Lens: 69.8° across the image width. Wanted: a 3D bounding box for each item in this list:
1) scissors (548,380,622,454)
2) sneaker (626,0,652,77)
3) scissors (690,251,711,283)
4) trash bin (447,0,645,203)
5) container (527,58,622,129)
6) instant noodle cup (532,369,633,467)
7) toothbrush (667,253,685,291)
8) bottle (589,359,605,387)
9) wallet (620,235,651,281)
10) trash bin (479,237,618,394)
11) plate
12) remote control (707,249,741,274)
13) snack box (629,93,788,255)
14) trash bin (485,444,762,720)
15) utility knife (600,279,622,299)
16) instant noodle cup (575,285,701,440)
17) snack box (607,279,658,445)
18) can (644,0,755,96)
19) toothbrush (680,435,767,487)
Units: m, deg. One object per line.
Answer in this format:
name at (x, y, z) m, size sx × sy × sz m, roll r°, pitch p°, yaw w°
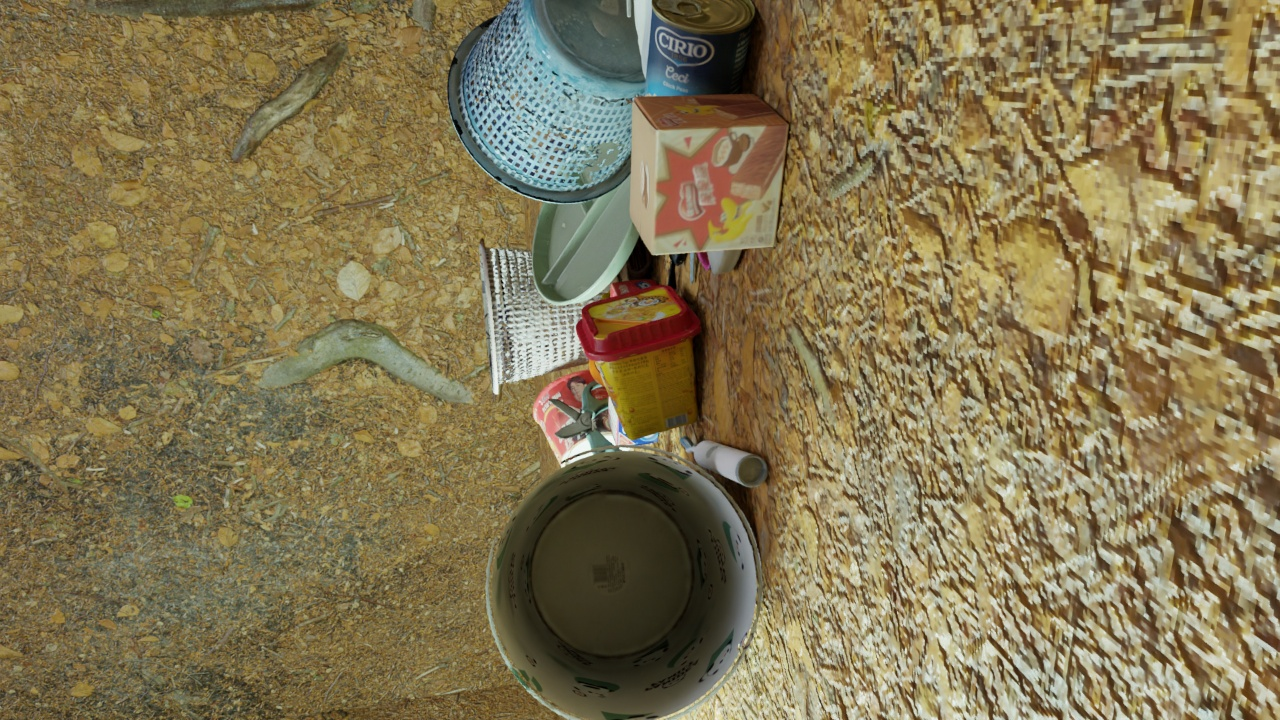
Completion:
scissors at (-0.031, 0.089, 1.185) m, size 0.170 × 0.174 × 0.019 m, roll 44°, pitch 126°, yaw 9°
sneaker at (0.030, -0.326, 0.706) m, size 0.243 × 0.089 × 0.090 m, roll 89°, pitch 175°, yaw -53°
scissors at (0.051, -0.129, 0.857) m, size 0.133 × 0.017 × 0.136 m, roll -112°, pitch 17°, yaw -67°
trash bin at (-0.062, -0.296, 0.916) m, size 0.195 × 0.226 × 0.226 m, roll 153°, pitch 113°, yaw -65°
container at (-0.085, -0.354, 1.185) m, size 0.090 × 0.114 × 0.090 m, roll -109°, pitch 18°, yaw -51°
instant noodle cup at (-0.077, 0.096, 1.325) m, size 0.138 × 0.137 × 0.108 m, roll 97°, pitch 156°, yaw -48°
toothbrush at (0.032, -0.061, 0.987) m, size 0.190 × 0.014 × 0.017 m, roll 97°, pitch 151°, yaw -50°
bottle at (-0.022, -0.019, 1.168) m, size 0.150 × 0.066 × 0.066 m, roll 119°, pitch 145°, yaw -58°
wallet at (-0.011, -0.132, 1.134) m, size 0.101 × 0.032 × 0.124 m, roll 101°, pitch 162°, yaw -63°
trash bin at (-0.132, -0.072, 1.347) m, size 0.228 × 0.192 × 0.227 m, roll 174°, pitch 91°, yaw -79°
plate at (-0.061, -0.174, 1.112) m, size 0.231 × 0.027 × 0.229 m, roll -27°, pitch 55°, yaw 46°
remote control at (0.060, -0.148, 0.773) m, size 0.058 × 0.021 × 0.149 m, roll 106°, pitch 156°, yaw -63°
snack box at (0.046, -0.135, 0.662) m, size 0.077 × 0.094 × 0.093 m, roll -112°, pitch 20°, yaw -56°
trash bin at (-0.020, 0.207, 0.875) m, size 0.252 × 0.229 × 0.229 m, roll 108°, pitch 155°, yaw -78°
utility knife at (-0.034, -0.082, 1.178) m, size 0.230 × 0.015 × 0.033 m, roll -70°, pitch -14°, yaw -75°
instant noodle cup at (0.005, 0.004, 0.927) m, size 0.116 × 0.116 × 0.124 m, roll -119°, pitch 14°, yaw -64°
snack box at (-0.007, 0.006, 1.099) m, size 0.058 × 0.057 × 0.208 m, roll -114°, pitch 22°, yaw -54°
can at (0.041, -0.219, 0.701) m, size 0.111 × 0.075 × 0.075 m, roll 97°, pitch 164°, yaw -47°
toothbrush at (0.068, 0.087, 0.831) m, size 0.026 × 0.026 × 0.221 m, roll 52°, pitch 172°, yaw -7°
